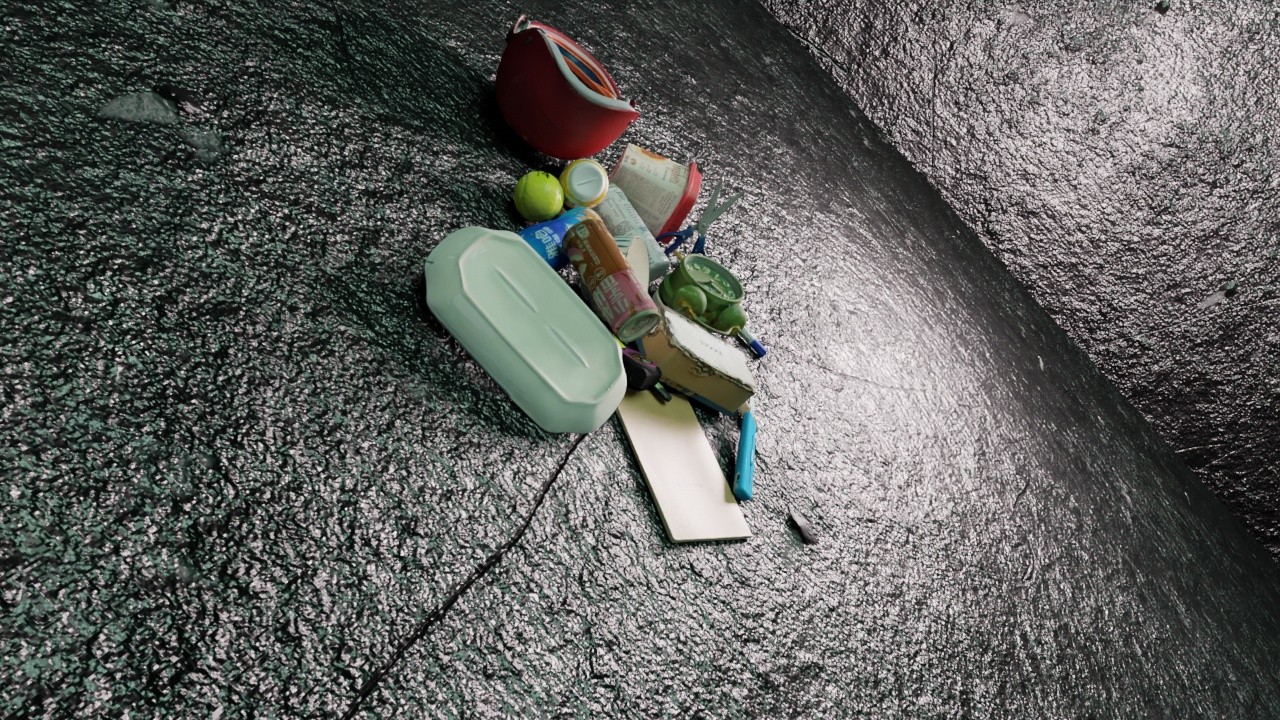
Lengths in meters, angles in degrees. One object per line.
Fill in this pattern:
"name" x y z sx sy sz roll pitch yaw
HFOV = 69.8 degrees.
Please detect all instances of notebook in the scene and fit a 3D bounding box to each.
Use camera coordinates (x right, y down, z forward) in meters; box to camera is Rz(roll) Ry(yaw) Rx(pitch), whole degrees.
"notebook" 0.047 0.121 1.094 0.147 0.008 0.207 9 48 -46

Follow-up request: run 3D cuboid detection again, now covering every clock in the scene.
"clock" 0.091 -0.087 1.282 0.116 0.056 0.161 21 34 -20

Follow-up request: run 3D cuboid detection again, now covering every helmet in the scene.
"helmet" -0.122 -0.380 1.322 0.207 0.144 0.239 32 21 -24

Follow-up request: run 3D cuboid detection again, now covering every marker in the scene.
"marker" -0.007 0.007 1.144 0.124 0.015 0.018 45 27 1
"marker" 0.140 -0.062 1.402 0.146 0.017 0.016 46 31 -3

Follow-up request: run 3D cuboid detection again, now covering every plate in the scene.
"plate" -0.114 -0.040 0.997 0.265 0.034 0.161 48 48 -8

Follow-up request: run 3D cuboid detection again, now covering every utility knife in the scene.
"utility knife" 0.139 0.108 1.193 0.034 0.018 0.187 59 28 -32

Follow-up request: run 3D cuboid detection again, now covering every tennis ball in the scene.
"tennis ball" -0.132 -0.212 1.191 0.065 0.066 0.065 31 35 -25

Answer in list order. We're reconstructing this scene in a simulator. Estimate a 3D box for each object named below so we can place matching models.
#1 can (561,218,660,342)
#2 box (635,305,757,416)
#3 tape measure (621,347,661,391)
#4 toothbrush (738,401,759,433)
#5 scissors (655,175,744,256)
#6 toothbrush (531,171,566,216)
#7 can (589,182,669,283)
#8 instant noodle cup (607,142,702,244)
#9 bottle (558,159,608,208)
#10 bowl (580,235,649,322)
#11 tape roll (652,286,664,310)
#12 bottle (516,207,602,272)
"can" -0.036 -0.095 1.071 0.057 0.058 0.147 -2 54 -51
"box" 0.079 0.005 1.199 0.184 0.061 0.089 31 28 -35
"tape measure" -0.010 0.013 1.105 0.058 0.039 0.057 32 15 21
"toothbrush" 0.122 0.021 1.291 0.018 0.016 0.191 14 43 -55
"scissors" 0.088 -0.187 1.358 0.012 0.163 0.161 -114 -175 -56
"toothbrush" -0.092 -0.188 1.258 0.021 0.029 0.189 -39 86 -21
"can" -0.019 -0.178 1.298 0.058 0.058 0.146 -11 63 -54
"instant noodle cup" 0.014 -0.257 1.385 0.124 0.117 0.116 27 35 -11
"bottle" -0.082 -0.235 1.245 0.063 0.063 0.108 41 -8 -11
"bowl" -0.036 -0.102 1.166 0.066 0.117 0.116 7 28 17
"tape roll" 0.057 -0.075 1.304 0.085 0.014 0.085 24 34 -18
"bottle" -0.117 -0.138 1.130 0.065 0.065 0.218 49 32 2
